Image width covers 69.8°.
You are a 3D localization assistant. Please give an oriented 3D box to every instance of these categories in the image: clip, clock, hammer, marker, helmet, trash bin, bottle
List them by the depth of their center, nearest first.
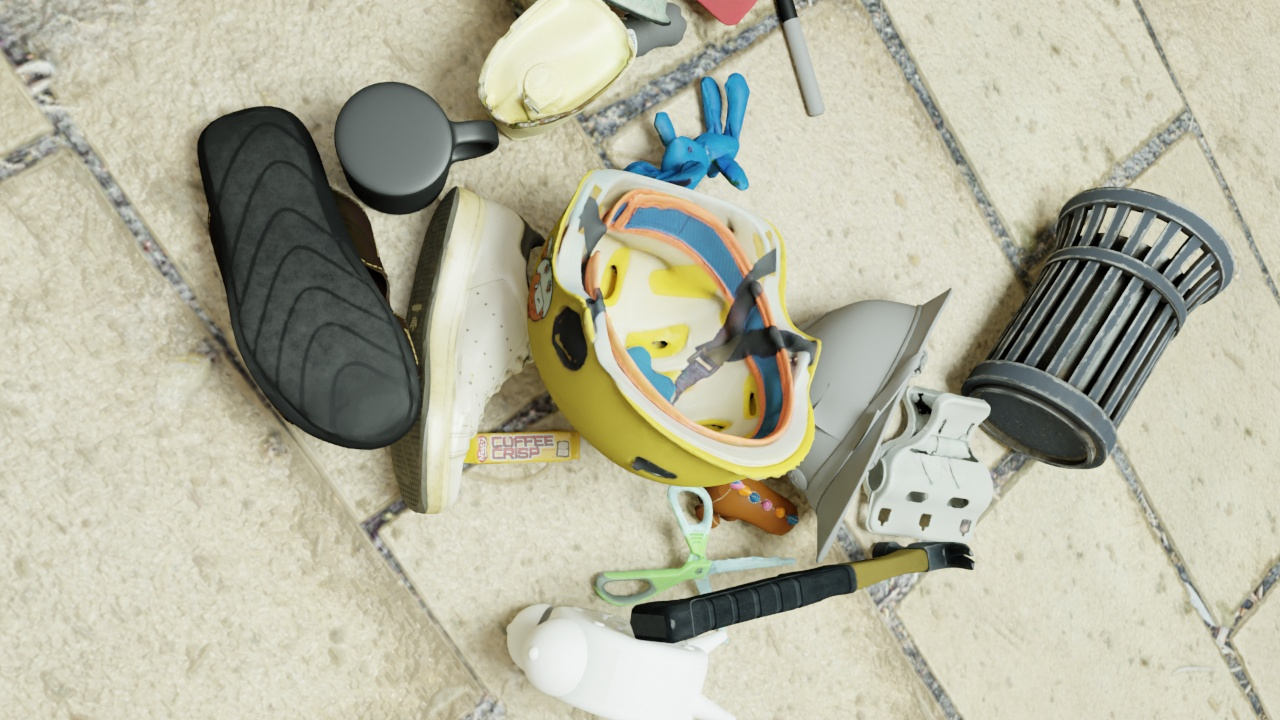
[{"bbox_3d":[0.010,-0.005,0.651,0.208,0.140,0.239,8,59,-35],"label":"helmet"},{"bbox_3d":[-0.015,0.221,0.691,0.161,0.125,0.072,19,80,-15],"label":"clock"},{"bbox_3d":[0.139,0.175,0.717,0.332,0.118,0.025,-1,81,-38],"label":"hammer"},{"bbox_3d":[-0.013,-0.269,0.767,0.109,0.036,0.036,-26,97,-22],"label":"bottle"},{"bbox_3d":[0.159,0.029,0.773,0.118,0.184,0.270,26,60,16],"label":"helmet"},{"bbox_3d":[0.144,-0.295,0.846,0.016,0.016,0.140,-19,94,-23],"label":"marker"},{"bbox_3d":[0.273,0.098,0.859,0.124,0.073,0.142,10,90,-24],"label":"clip"},{"bbox_3d":[0.424,-0.024,0.874,0.164,0.164,0.227,41,76,-16],"label":"trash bin"}]

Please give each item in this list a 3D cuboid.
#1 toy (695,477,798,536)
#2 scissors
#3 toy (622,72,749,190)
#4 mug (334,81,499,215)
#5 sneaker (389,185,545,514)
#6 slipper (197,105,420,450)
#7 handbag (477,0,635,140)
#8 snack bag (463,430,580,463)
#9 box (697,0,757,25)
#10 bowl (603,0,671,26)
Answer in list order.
[{"bbox_3d":[0.091,0.111,0.753,0.090,0.103,0.070,29,76,4],"label":"toy"},{"bbox_3d":[0.048,0.168,0.753,0.171,0.022,0.174,-5,110,-12],"label":"scissors"},{"bbox_3d":[0.039,-0.173,0.765,0.175,0.113,0.071,-56,132,-38],"label":"toy"},{"bbox_3d":[-0.159,-0.153,0.662,0.113,0.088,0.078,-13,94,-13],"label":"mug"},{"bbox_3d":[-0.121,-0.004,0.688,0.102,0.089,0.241,13,79,-31],"label":"sneaker"},{"bbox_3d":[-0.232,-0.056,0.641,0.112,0.076,0.267,-23,77,-16],"label":"slipper"},{"bbox_3d":[-0.069,-0.217,0.683,0.111,0.119,0.081,-42,107,2],"label":"handbag"},{"bbox_3d":[-0.093,0.068,0.724,0.099,0.020,0.026,1,85,-23],"label":"snack bag"},{"bbox_3d":[0.066,-0.394,0.776,0.157,0.154,0.168,37,95,-17],"label":"box"},{"bbox_3d":[-0.037,-0.314,0.701,0.157,0.157,0.039,22,117,-20],"label":"bowl"}]
